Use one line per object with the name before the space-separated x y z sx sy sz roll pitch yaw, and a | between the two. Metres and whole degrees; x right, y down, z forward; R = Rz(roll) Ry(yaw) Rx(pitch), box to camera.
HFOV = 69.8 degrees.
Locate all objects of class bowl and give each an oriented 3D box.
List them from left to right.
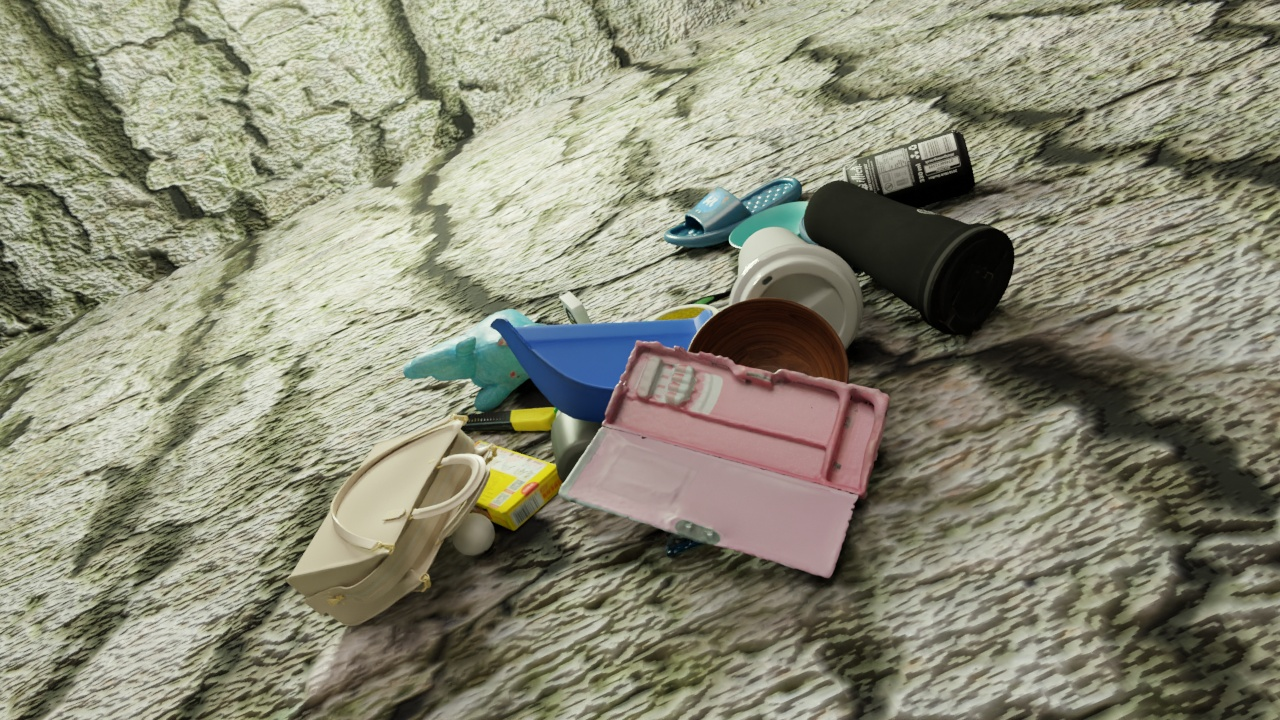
bowl | 0.116 0.022 0.852 0.147 0.069 0.147 -3 67 8
bowl | 0.178 -0.154 1.172 0.121 0.046 0.121 -19 27 10

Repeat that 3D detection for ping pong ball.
ping pong ball | -0.158 0.165 0.869 0.040 0.040 0.040 -19 27 10

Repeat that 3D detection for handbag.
handbag | -0.206 0.134 0.848 0.198 0.101 0.194 -26 28 36

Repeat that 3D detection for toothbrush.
toothbrush | 0.064 -0.068 1.146 0.188 0.014 0.017 -21 13 7

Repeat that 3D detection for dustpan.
dustpan | 0.003 0.030 0.904 0.245 0.060 0.257 -4 46 -24

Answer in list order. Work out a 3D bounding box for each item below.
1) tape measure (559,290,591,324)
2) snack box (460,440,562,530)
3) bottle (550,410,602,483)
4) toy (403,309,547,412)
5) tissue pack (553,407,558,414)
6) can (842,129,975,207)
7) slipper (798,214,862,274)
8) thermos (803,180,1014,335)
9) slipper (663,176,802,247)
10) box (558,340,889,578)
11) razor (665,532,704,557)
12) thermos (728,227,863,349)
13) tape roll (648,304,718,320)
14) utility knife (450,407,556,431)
tape measure | -0.080 -0.054 1.182 0.016 0.065 0.064 -29 29 -10
snack box | -0.150 0.127 0.951 0.075 0.025 0.152 -41 30 -30
bottle | -0.058 0.082 0.917 0.060 0.060 0.108 -24 26 1
toy | -0.195 0.004 1.129 0.180 0.115 0.184 -18 -2 -31
tissue pack | -0.032 0.030 1.012 0.114 0.034 0.099 -5 38 31
can | 0.333 -0.228 1.142 0.146 0.080 0.080 -14 28 19
slipper | 0.263 -0.129 1.041 0.103 0.059 0.214 -30 42 -17
thermos | 0.259 -0.114 0.918 0.105 0.106 0.218 -31 40 -14
slipper | 0.133 -0.218 1.317 0.213 0.059 0.103 -25 28 -5
box | 0.071 0.078 0.759 0.233 0.051 0.179 14 58 23
razor | 0.033 0.121 0.815 0.044 0.018 0.140 -23 26 5
thermos | 0.155 -0.079 0.981 0.131 0.131 0.221 -20 19 8
tape roll | 0.049 -0.037 1.081 0.094 0.019 0.094 -12 27 6
utility knife | -0.171 0.072 1.077 0.187 0.020 0.028 -4 31 34
